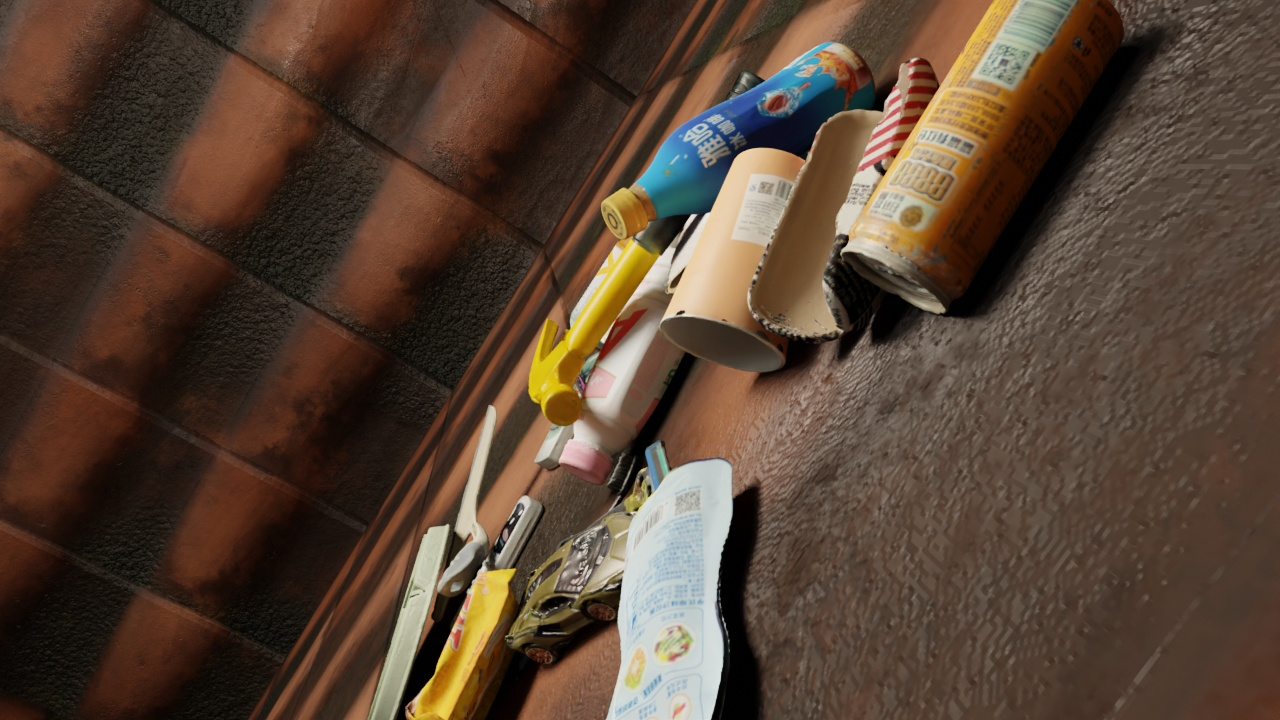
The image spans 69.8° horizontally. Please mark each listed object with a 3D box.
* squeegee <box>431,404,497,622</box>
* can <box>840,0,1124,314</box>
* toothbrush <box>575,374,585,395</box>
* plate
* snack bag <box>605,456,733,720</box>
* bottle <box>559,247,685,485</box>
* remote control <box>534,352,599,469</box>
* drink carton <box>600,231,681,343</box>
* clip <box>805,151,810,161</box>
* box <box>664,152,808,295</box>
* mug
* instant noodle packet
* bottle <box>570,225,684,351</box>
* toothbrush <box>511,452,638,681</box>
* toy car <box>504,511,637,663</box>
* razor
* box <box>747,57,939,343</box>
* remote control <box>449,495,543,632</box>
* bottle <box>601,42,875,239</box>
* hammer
[{"bbox_3d":[-0.166,0.181,0.886,0.246,0.039,0.246,-143,69,-81],"label":"squeegee"},{"bbox_3d":[0.152,-0.097,0.412,0.146,0.058,0.058,-58,13,1],"label":"can"},{"bbox_3d":[-0.061,0.030,0.943,0.018,0.014,0.189,-65,22,11],"label":"toothbrush"},{"bbox_3d":[-0.243,0.281,0.959,0.230,0.027,0.230,-165,91,-81],"label":"plate"},{"bbox_3d":[0.011,0.137,0.451,0.111,0.039,0.190,-45,20,29],"label":"snack bag"},{"bbox_3d":[-0.004,0.004,0.738,0.196,0.068,0.068,-63,14,-18],"label":"bottle"},{"bbox_3d":[-0.072,0.054,0.981,0.135,0.019,0.056,-63,14,-20],"label":"remote control"},{"bbox_3d":[0.017,-0.055,0.823,0.122,0.053,0.045,-58,17,2],"label":"drink carton"},{"bbox_3d":[0.108,-0.089,0.623,0.100,0.034,0.072,-70,16,-12],"label":"clip"},{"bbox_3d":[0.076,-0.106,0.714,0.090,0.062,0.183,-45,20,46],"label":"box"},{"bbox_3d":[0.067,-0.064,0.563,0.078,0.078,0.122,-23,46,68],"label":"mug"},{"bbox_3d":[-0.125,0.224,0.677,0.111,0.044,0.128,98,-166,-56],"label":"instant noodle packet"},{"bbox_3d":[0.000,-0.097,0.947,0.190,0.068,0.068,-56,13,8],"label":"bottle"},{"bbox_3d":[-0.051,0.153,0.689,0.189,0.016,0.014,-61,15,-6],"label":"toothbrush"},{"bbox_3d":[-0.042,0.149,0.615,0.159,0.042,0.070,-43,20,41],"label":"toy car"},{"bbox_3d":[-0.017,0.109,0.643,0.143,0.022,0.042,-44,48,38],"label":"razor"},{"bbox_3d":[0.110,-0.087,0.501,0.086,0.075,0.162,4,61,38],"label":"box"},{"bbox_3d":[-0.142,0.202,0.900,0.150,0.021,0.058,-62,14,-12],"label":"remote control"},{"bbox_3d":[0.068,-0.149,0.639,0.218,0.065,0.065,-35,5,-19],"label":"bottle"},{"bbox_3d":[0.004,-0.089,0.712,0.301,0.033,0.128,-55,22,7],"label":"hammer"}]
